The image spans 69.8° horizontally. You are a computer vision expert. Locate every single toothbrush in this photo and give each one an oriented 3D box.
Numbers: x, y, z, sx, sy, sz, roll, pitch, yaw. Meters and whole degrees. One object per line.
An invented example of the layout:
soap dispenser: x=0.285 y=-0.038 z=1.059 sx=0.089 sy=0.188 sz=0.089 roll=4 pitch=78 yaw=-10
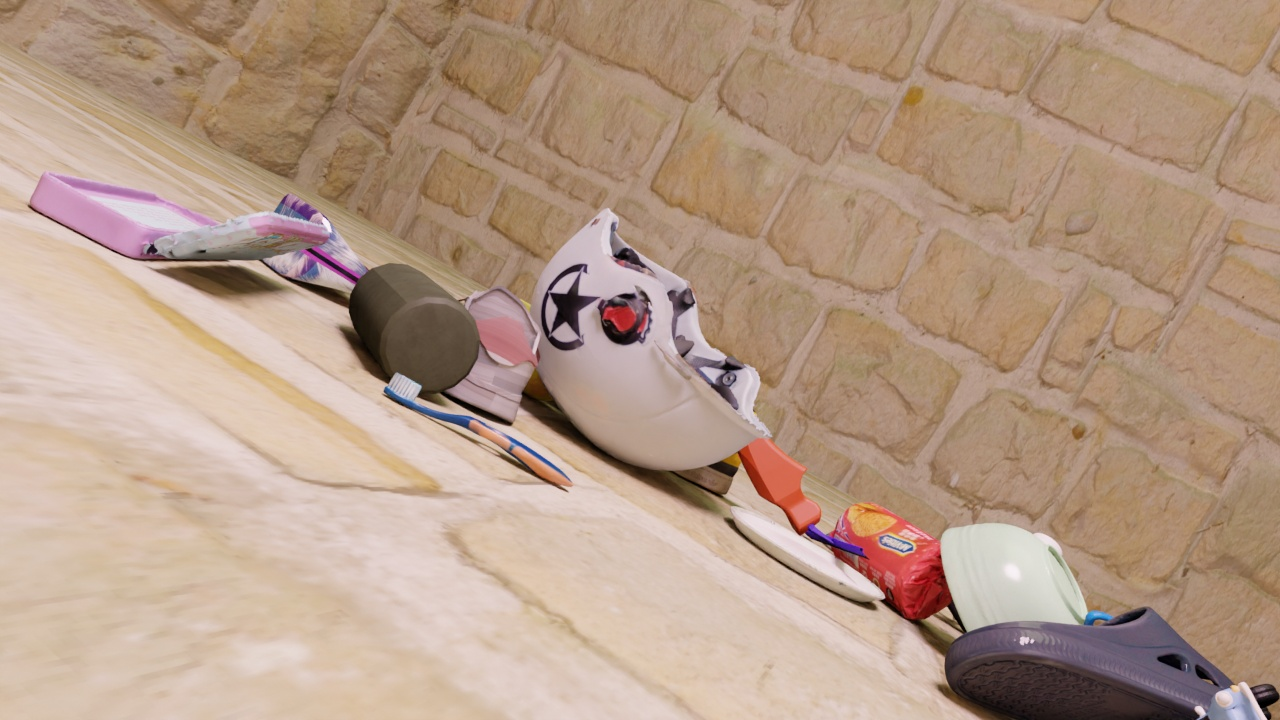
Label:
toothbrush: x=-0.101 y=0.045 z=0.586 sx=0.135 sy=0.017 sz=0.021 roll=29 pitch=4 yaw=-6

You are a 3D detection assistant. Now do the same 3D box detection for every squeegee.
squeegee: x=0.142 y=0.118 z=0.941 sx=0.184 sy=0.055 sz=0.250 roll=61 pitch=-4 yaw=5

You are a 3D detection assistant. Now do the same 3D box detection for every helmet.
helmet: x=-0.005 y=0.005 z=0.861 sx=0.264 sy=0.164 sz=0.236 roll=56 pitch=12 yaw=27

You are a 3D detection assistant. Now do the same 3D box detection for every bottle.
bottle: x=-0.185 y=-0.035 z=0.711 sx=0.071 sy=0.071 sz=0.207 roll=28 pitch=2 yaw=-30

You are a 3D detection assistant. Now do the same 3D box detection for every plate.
plate: x=0.148 y=0.177 z=0.834 sx=0.157 sy=0.014 sz=0.157 roll=29 pitch=1 yaw=-1

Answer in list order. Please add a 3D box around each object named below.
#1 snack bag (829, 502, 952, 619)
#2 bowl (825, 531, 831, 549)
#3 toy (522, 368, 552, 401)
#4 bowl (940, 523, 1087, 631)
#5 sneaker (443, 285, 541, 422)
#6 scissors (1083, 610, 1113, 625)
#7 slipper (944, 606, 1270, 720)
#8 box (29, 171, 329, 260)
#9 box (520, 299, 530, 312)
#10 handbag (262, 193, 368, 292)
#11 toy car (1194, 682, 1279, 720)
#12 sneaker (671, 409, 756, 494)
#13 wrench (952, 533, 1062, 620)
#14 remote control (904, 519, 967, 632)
snack bag: x=0.254 y=0.200 z=0.917 sx=0.082 sy=0.082 sz=0.176 roll=28 pitch=1 yaw=-18
bowl: x=0.276 y=0.219 z=1.078 sx=0.110 sy=0.055 sz=0.110 roll=29 pitch=2 yaw=-1
toy: x=-0.136 y=-0.008 z=0.954 sx=0.137 sy=0.067 sz=0.105 roll=37 pitch=-6 yaw=7
bowl: x=0.327 y=0.202 z=0.782 sx=0.151 sy=0.077 sz=0.150 roll=40 pitch=33 yaw=-33
sneaker: x=-0.129 y=-0.018 z=0.795 sx=0.099 sy=0.089 sz=0.236 roll=28 pitch=2 yaw=-17
scissors: x=0.338 y=0.245 z=0.720 sx=0.130 sy=0.125 sz=0.013 roll=-4 pitch=30 yaw=7
slipper: x=0.326 y=0.221 z=0.656 sx=0.268 sy=0.111 sz=0.083 roll=23 pitch=47 yaw=-20
box: x=-0.315 y=-0.095 z=0.662 sx=0.149 sy=0.051 sz=0.214 roll=6 pitch=5 yaw=-8
box: x=-0.064 y=0.015 z=1.166 sx=0.221 sy=0.082 sz=0.124 roll=27 pitch=2 yaw=-30
handbag: x=-0.290 y=-0.088 z=0.916 sx=0.145 sy=0.068 sz=0.170 roll=31 pitch=-4 yaw=38
toy car: x=0.349 y=0.227 z=0.529 sx=0.153 sy=0.055 sz=0.056 roll=42 pitch=27 yaw=-50
sneaker: x=0.018 y=0.040 z=1.005 sx=0.238 sy=0.122 sz=0.086 roll=30 pitch=0 yaw=-2
wrench: x=0.355 y=0.223 z=0.935 sx=0.047 sy=0.009 sz=0.274 roll=45 pitch=-21 yaw=16
remote control: x=0.318 y=0.232 z=0.979 sx=0.136 sy=0.015 sz=0.032 roll=57 pitch=0 yaw=0
